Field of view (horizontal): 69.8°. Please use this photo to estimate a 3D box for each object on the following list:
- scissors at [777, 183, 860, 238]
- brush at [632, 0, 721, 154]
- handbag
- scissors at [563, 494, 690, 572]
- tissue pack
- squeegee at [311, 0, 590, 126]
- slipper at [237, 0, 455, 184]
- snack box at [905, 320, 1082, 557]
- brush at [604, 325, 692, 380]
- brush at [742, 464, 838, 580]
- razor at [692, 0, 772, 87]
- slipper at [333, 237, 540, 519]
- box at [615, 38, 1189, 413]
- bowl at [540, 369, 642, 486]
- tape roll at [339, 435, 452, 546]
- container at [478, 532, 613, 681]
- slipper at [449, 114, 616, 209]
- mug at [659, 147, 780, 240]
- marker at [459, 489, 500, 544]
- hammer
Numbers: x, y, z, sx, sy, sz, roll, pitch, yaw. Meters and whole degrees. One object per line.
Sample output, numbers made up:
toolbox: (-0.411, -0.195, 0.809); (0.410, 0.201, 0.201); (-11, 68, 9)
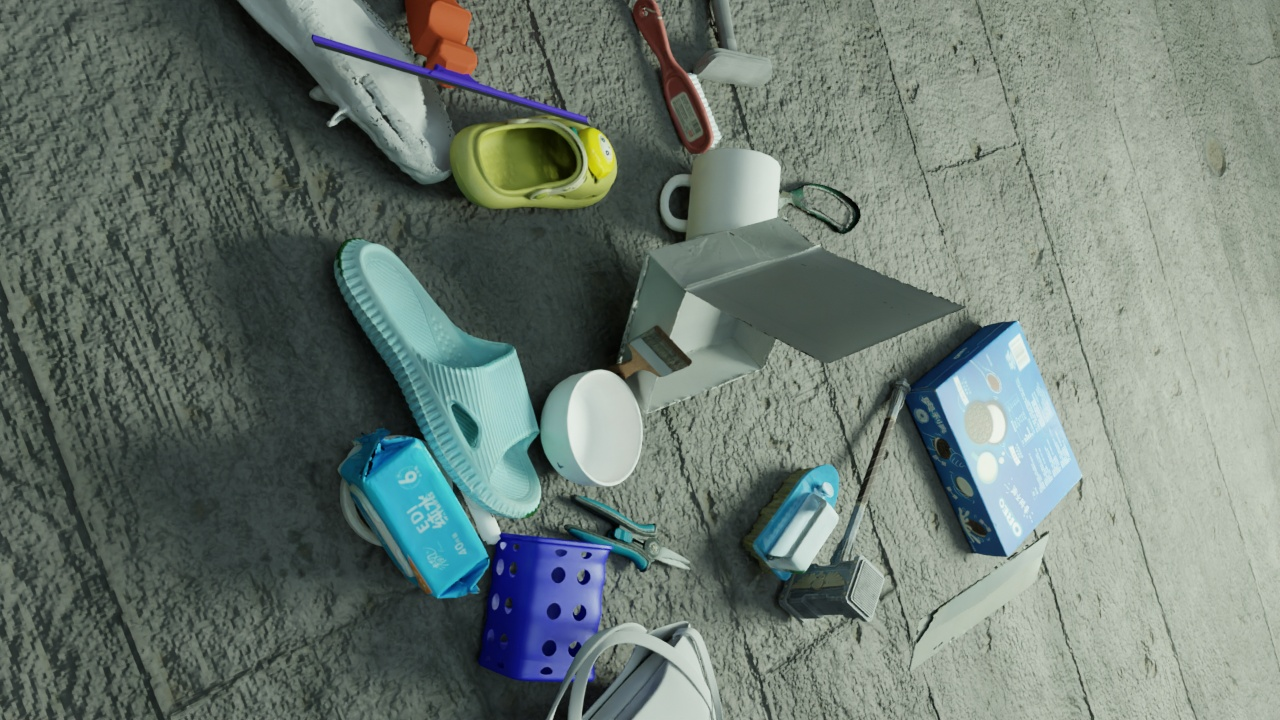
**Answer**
scissors: (0.184, -0.183, 1.053); (0.209, 0.015, 0.154); (50, 64, -19)
brush: (0.039, -0.301, 0.968); (0.030, 0.041, 0.172); (-29, 97, -50)
handbag: (-0.019, 0.312, 0.760); (0.215, 0.096, 0.223); (-41, 135, -30)
scissors: (-0.014, 0.175, 0.872); (0.138, 0.019, 0.129); (-22, 88, -40)
tissue pack: (-0.180, 0.119, 0.715); (0.061, 0.093, 0.144); (-32, 100, -25)
squeegee: (-0.175, -0.290, 0.793); (0.249, 0.055, 0.184); (5, 56, -40)
slipper: (-0.244, -0.245, 0.754); (0.247, 0.075, 0.112); (49, 43, -24)
snack box: (0.451, 0.097, 1.161); (0.195, 0.056, 0.239); (-32, 101, -32)
brush: (-0.005, 0.005, 0.829); (0.045, 0.143, 0.008); (45, 60, -10)
brush: (0.173, 0.162, 0.962); (0.055, 0.075, 0.135); (50, 61, -17)
razor: (0.093, -0.363, 1.009); (0.088, 0.047, 0.116); (-2, 76, -33)
slipper: (-0.152, 0.011, 0.759); (0.276, 0.070, 0.115); (58, 20, -8)
box: (0.154, -0.075, 0.728); (0.166, 0.508, 0.148); (-20, 90, -32)
bowl: (-0.050, 0.063, 0.837); (0.104, 0.054, 0.104); (16, 69, -49)
tape roll: (-0.203, 0.109, 0.765); (0.093, 0.013, 0.093); (5, 81, -31)
container: (-0.082, 0.210, 0.787); (0.085, 0.085, 0.113); (13, 77, -32)
slipper: (-0.083, -0.187, 0.830); (0.190, 0.082, 0.091); (-17, 90, -47)
mug: (0.080, -0.160, 0.947); (0.121, 0.091, 0.090); (5, 80, 2)
marker: (-0.152, 0.096, 0.784); (0.017, 0.020, 0.133); (-24, 88, -18)
hammer: (0.252, 0.140, 1.021); (0.044, 0.099, 0.321); (43, 55, -20)
